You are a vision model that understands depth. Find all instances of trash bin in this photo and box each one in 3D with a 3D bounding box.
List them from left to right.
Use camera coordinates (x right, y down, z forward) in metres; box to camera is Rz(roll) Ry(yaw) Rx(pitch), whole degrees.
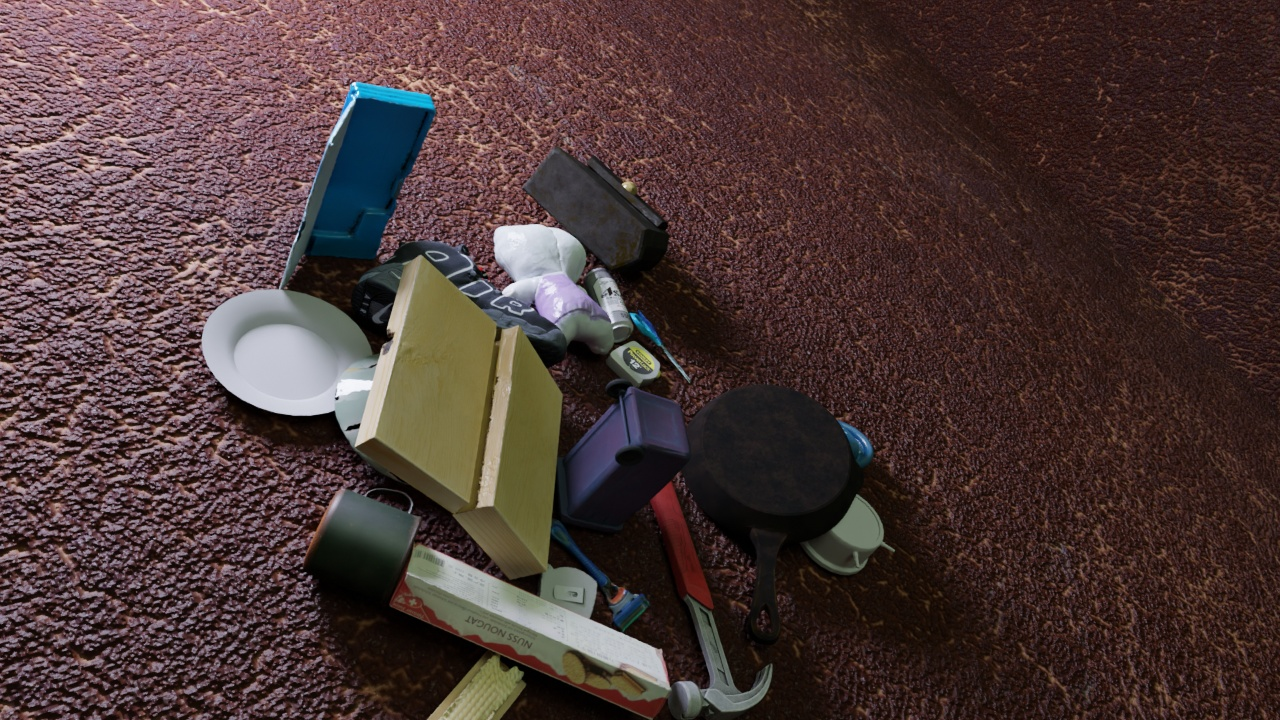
[{"bbox_3d":[-0.026,0.111,0.997,0.092,0.161,0.093,19,42,-29],"label":"trash bin"}]

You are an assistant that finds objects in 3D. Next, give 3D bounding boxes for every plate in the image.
[{"bbox_3d":[-0.375,-0.006,0.979,0.172,0.019,0.172,19,42,-19],"label":"plate"}]

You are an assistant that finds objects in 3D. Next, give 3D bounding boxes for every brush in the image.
[{"bbox_3d":[-0.147,0.307,0.813,0.049,0.039,0.116,41,38,5],"label":"brush"}]

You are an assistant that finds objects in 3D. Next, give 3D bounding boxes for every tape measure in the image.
[{"bbox_3d":[-0.077,0.240,0.938,0.062,0.020,0.060,13,43,-12],"label":"tape measure"},{"bbox_3d":[-0.007,0.007,1.229,0.064,0.017,0.064,44,40,10],"label":"tape measure"}]

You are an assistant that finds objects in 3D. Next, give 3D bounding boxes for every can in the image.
[{"bbox_3d":[-0.045,-0.076,1.264,0.044,0.044,0.106,4,49,-33],"label":"can"}]

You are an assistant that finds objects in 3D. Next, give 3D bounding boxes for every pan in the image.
[{"bbox_3d":[0.158,0.168,1.115,0.249,0.043,0.355,9,51,-1],"label":"pan"}]

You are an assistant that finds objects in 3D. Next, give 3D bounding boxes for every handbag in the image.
[{"bbox_3d":[-0.040,-0.219,1.352,0.197,0.102,0.199,43,13,9],"label":"handbag"}]

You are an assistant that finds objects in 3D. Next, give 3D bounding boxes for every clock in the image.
[{"bbox_3d":[0.245,0.203,1.186,0.119,0.061,0.159,-10,52,-40],"label":"clock"}]

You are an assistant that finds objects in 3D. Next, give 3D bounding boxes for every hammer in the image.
[{"bbox_3d":[0.056,0.243,1.030,0.126,0.036,0.315,10,45,-31],"label":"hammer"}]

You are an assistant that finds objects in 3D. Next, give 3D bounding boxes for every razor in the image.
[{"bbox_3d":[-0.051,0.223,0.981,0.043,0.018,0.141,-41,75,-13],"label":"razor"}]

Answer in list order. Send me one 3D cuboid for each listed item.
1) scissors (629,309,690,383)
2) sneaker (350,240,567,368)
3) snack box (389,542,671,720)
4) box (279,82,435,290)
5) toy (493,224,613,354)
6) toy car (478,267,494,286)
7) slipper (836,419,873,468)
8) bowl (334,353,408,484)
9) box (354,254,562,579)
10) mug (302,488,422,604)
[{"bbox_3d":[0.033,-0.019,1.277,0.134,0.016,0.073,48,12,2],"label":"scissors"},{"bbox_3d":[-0.203,-0.075,1.104,0.252,0.097,0.150,19,47,-10],"label":"sneaker"},{"bbox_3d":[-0.102,0.257,0.869,0.273,0.044,0.076,27,8,-12],"label":"snack box"},{"bbox_3d":[-0.334,-0.193,1.017,0.075,0.244,0.166,44,41,6],"label":"box"},{"bbox_3d":[-0.115,-0.101,1.204,0.137,0.086,0.209,-1,50,-37],"label":"toy"},{"bbox_3d":[-0.201,-0.080,1.171,0.038,0.025,0.089,-24,62,-28],"label":"toy car"},{"bbox_3d":[0.234,0.101,1.268,0.213,0.059,0.103,7,33,-29],"label":"slipper"},{"bbox_3d":[-0.230,0.044,0.978,0.174,0.068,0.173,25,41,-24],"label":"bowl"},{"bbox_3d":[-0.169,0.056,0.940,0.257,0.076,0.246,46,29,-36],"label":"box"},{"bbox_3d":[-0.253,0.159,0.850,0.081,0.085,0.110,24,41,-11],"label":"mug"}]
